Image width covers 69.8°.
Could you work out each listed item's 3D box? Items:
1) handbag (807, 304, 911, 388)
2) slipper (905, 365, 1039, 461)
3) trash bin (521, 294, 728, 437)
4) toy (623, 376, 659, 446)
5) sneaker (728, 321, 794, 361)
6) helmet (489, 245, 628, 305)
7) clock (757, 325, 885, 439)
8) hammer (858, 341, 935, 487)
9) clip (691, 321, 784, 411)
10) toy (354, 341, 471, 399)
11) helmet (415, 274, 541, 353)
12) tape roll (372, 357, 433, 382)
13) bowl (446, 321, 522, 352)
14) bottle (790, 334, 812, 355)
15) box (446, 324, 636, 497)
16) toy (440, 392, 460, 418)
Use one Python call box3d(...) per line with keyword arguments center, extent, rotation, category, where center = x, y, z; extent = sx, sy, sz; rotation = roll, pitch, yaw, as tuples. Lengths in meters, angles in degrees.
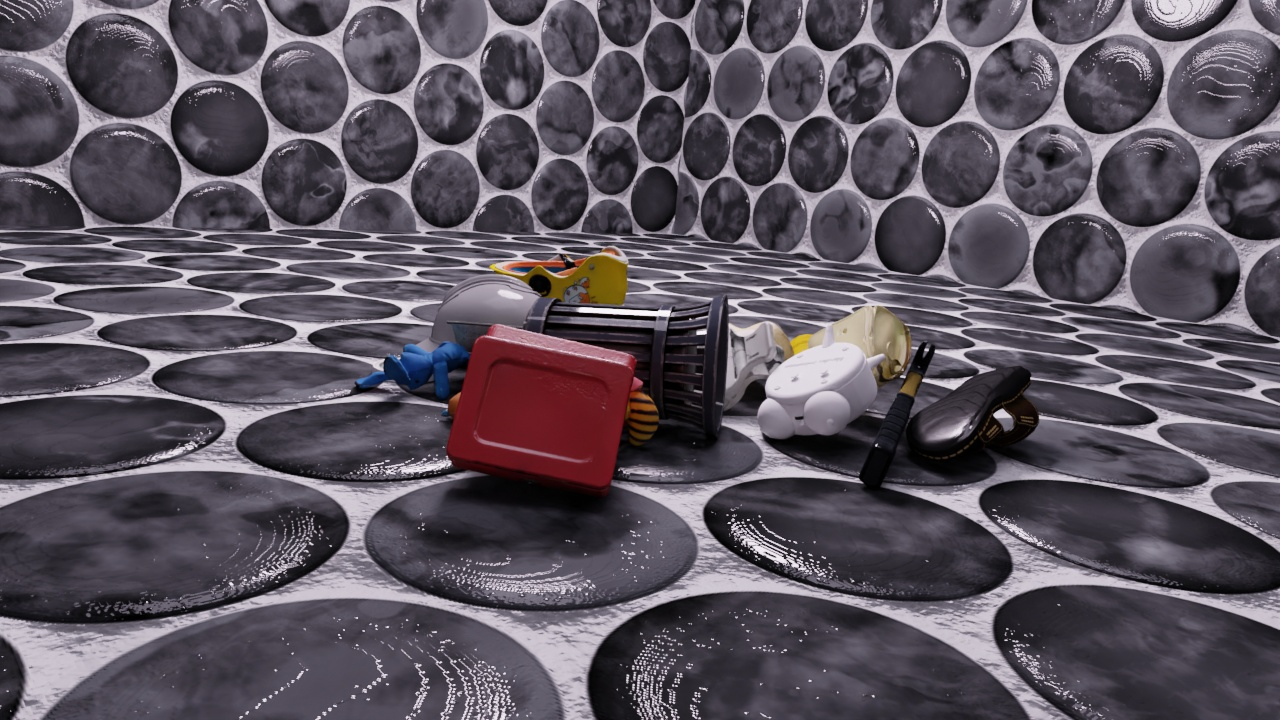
box3d(center=(0.288, -0.002, 1.206), extent=(0.081, 0.111, 0.120), rotation=(33, -43, -23), category="handbag")
box3d(center=(0.408, 0.074, 1.107), extent=(0.113, 0.076, 0.267), rotation=(-17, 6, 42), category="slipper")
box3d(center=(-0.017, 0.000, 1.083), extent=(0.227, 0.164, 0.164), rotation=(4, 12, 10), category="trash bin")
box3d(center=(-0.029, 0.051, 0.999), extent=(0.103, 0.084, 0.046), rotation=(25, 17, -8), category="toy")
box3d(center=(0.122, -0.001, 1.337), extent=(0.102, 0.089, 0.242), rotation=(-37, 14, -20), category="sneaker")
box3d(center=(-0.134, -0.113, 1.596), extent=(0.240, 0.140, 0.209), rotation=(-6, 12, 7), category="helmet")
box3d(center=(0.211, 0.028, 1.096), extent=(0.126, 0.073, 0.160), rotation=(-10, 26, 40), category="clock")
box3d(center=(0.304, 0.061, 1.076), extent=(0.025, 0.118, 0.332), rotation=(24, 23, 15), category="hammer")
box3d(center=(0.114, 0.003, 1.195), extent=(0.143, 0.073, 0.124), rotation=(-14, 51, 14), category="clip")
box3d(center=(-0.259, 0.012, 1.139), extent=(0.176, 0.071, 0.113), rotation=(-1, 3, -23), category="toy")
box3d(center=(-0.207, -0.068, 1.362), extent=(0.271, 0.118, 0.183), rotation=(-1, 9, -4), category="helmet")
box3d(center=(-0.311, 0.013, 1.229), extent=(0.093, 0.013, 0.093), rotation=(5, 12, -1), category="tape roll")
box3d(center=(-0.178, -0.026, 1.212), extent=(0.157, 0.038, 0.157), rotation=(5, 0, 0), category="bowl")
box3d(center=(0.245, 0.010, 1.328), extent=(0.071, 0.071, 0.163), rotation=(7, 12, 7), category="bottle")
box3d(center=(-0.093, 0.057, 0.877), extent=(0.157, 0.154, 0.168), rotation=(12, 41, 2), category="box")
box3d(center=(-0.203, 0.047, 1.078), extent=(0.103, 0.070, 0.090), rotation=(-14, 13, 35), category="toy")
